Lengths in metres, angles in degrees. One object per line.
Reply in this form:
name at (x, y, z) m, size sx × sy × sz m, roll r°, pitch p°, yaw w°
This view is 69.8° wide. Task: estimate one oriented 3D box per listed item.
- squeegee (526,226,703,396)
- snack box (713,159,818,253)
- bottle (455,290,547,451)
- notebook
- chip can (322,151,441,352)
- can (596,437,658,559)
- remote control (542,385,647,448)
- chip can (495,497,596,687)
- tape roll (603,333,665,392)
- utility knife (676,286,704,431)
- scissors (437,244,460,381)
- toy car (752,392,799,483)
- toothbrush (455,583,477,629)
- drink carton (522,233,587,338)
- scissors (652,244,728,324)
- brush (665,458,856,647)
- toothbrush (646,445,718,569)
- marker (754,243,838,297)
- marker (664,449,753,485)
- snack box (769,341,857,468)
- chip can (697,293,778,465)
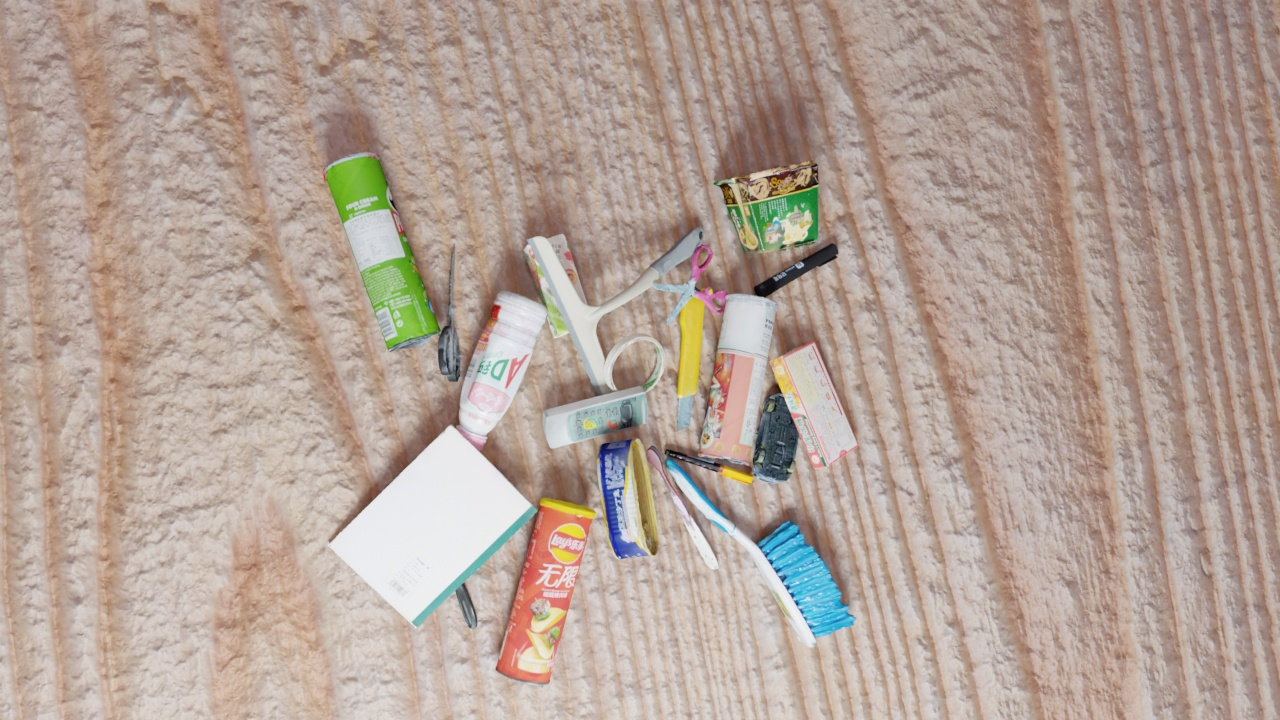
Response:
squeegee at (0.006, -0.105, 1.168) m, size 0.246 × 0.039 × 0.247 m, roll -38°, pitch 123°, yaw -26°
snack box at (0.173, -0.199, 1.210) m, size 0.118 × 0.117 × 0.105 m, roll -13°, pitch 100°, yaw -10°
bottle at (-0.178, 0.014, 1.133) m, size 0.068 × 0.068 × 0.197 m, roll 21°, pitch 87°, yaw -10°
notebook at (-0.250, 0.201, 1.107) m, size 0.209 × 0.012 × 0.150 m, roll -44°, pitch 96°, yaw 1°
chip can at (-0.313, -0.129, 1.113) m, size 0.072 × 0.072 × 0.236 m, roll -20°, pitch 90°, yaw -13°
can at (-0.016, 0.173, 1.144) m, size 0.049 × 0.074 × 0.148 m, roll -10°, pitch 86°, yaw 16°
remote control at (-0.057, 0.072, 1.162) m, size 0.135 × 0.019 × 0.056 m, roll -14°, pitch 130°, yaw -13°
chip can at (-0.116, 0.279, 1.120) m, size 0.073 × 0.073 × 0.216 m, roll 17°, pitch 82°, yaw -10°
tape roll at (-0.007, 0.007, 1.172) m, size 0.085 × 0.014 × 0.086 m, roll -15°, pitch 120°, yaw -28°
utility knife at (0.062, -0.003, 1.208) m, size 0.033 × 0.015 × 0.197 m, roll 8°, pitch 81°, yaw -12°
scissors at (-0.234, -0.062, 1.127) m, size 0.014 × 0.140 × 0.174 m, roll -1°, pitch 110°, yaw 3°
toy car at (0.181, 0.103, 1.217) m, size 0.054 × 0.037 × 0.120 m, roll 18°, pitch 72°, yaw -12°
toothbrush at (-0.234, 0.245, 1.128) m, size 0.015 × 0.018 × 0.181 m, roll -19°, pitch 91°, yaw -16°
drink carton at (-0.104, -0.095, 1.167) m, size 0.053 × 0.045 × 0.122 m, roll -19°, pitch 90°, yaw -14°
scissors at (0.067, -0.100, 1.192) m, size 0.133 × 0.017 × 0.124 m, roll 4°, pitch 86°, yaw -39°
brush at (0.156, 0.237, 1.194) m, size 0.109 × 0.060 × 0.314 m, roll -31°, pitch 89°, yaw -9°
toothbrush at (0.056, 0.191, 1.185) m, size 0.016 × 0.017 × 0.187 m, roll -25°, pitch 101°, yaw 21°
marker at (0.213, -0.121, 1.250) m, size 0.132 × 0.020 × 0.022 m, roll -30°, pitch 121°, yaw -14°
marker at (0.090, 0.139, 1.203) m, size 0.124 × 0.018 × 0.015 m, roll 19°, pitch 90°, yaw -9°
snack box at (0.231, 0.058, 1.217) m, size 0.076 × 0.027 × 0.156 m, roll -23°, pitch 90°, yaw -43°
chip can at (0.127, 0.025, 1.193) m, size 0.071 × 0.071 × 0.214 m, roll 12°, pitch 83°, yaw -11°
